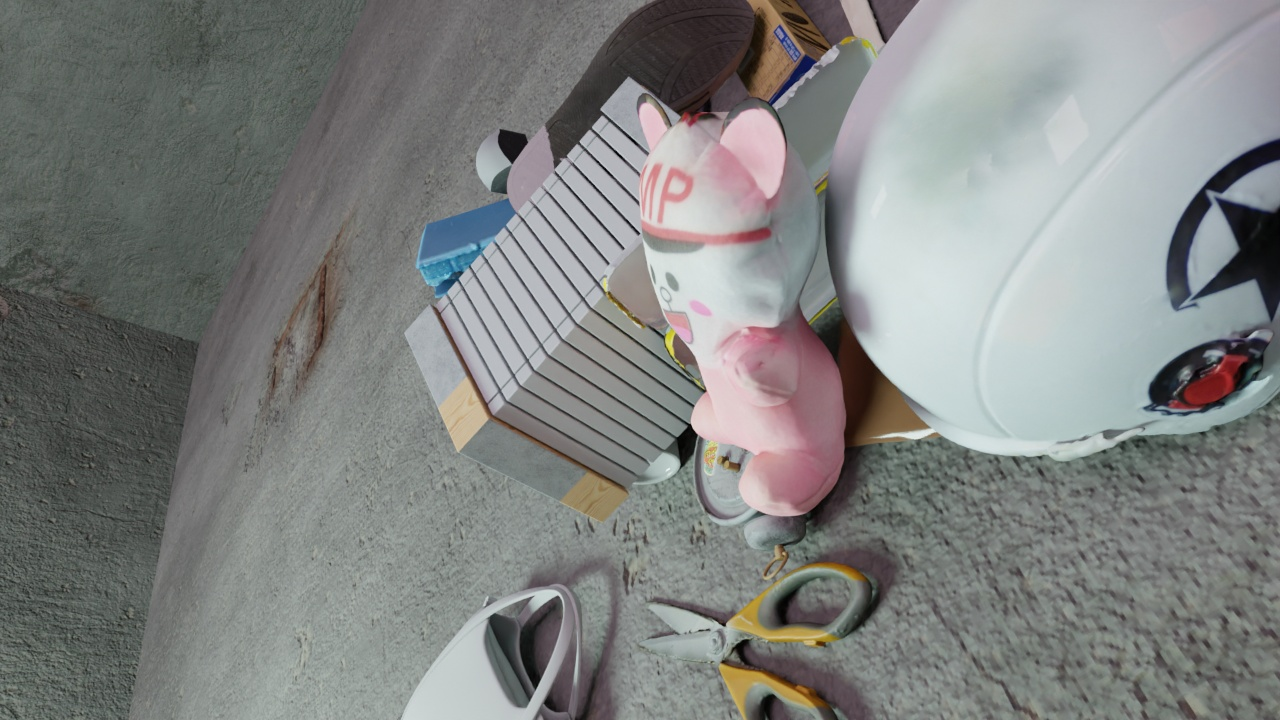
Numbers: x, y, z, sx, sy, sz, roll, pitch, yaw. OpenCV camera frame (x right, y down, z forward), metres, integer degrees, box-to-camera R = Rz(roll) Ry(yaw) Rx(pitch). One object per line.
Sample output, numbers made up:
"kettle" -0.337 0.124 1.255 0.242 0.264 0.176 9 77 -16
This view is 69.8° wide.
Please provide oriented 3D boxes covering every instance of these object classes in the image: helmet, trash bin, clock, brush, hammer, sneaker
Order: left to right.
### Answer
"trash bin" -0.017 -0.040 0.651 0.247 0.142 0.142 -47 43 9
"hammer" -0.012 -0.255 0.815 0.323 0.155 0.043 -41 60 40
"sneaker" 0.005 -0.187 0.738 0.095 0.120 0.235 39 94 18
"clock" 0.078 0.070 0.589 0.104 0.056 0.147 -45 37 44
"brush" 0.166 -0.257 0.688 0.033 0.012 0.217 -41 40 37
"helmet" 0.182 -0.091 0.416 0.265 0.163 0.236 -47 37 23

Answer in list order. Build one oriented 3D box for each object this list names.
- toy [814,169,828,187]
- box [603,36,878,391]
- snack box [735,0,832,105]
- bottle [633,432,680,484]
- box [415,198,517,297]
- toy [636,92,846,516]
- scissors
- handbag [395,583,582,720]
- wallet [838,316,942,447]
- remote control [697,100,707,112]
"toy" 0.129 -0.156 0.647 0.102 0.050 0.093 41 110 56
"box" 0.084 -0.081 0.555 0.210 0.129 0.038 -43 31 6
"snack box" 0.103 -0.264 0.743 0.057 0.056 0.206 -51 37 31
"bottle" -0.004 0.004 0.759 0.053 0.052 0.194 -41 42 37
"box" -0.092 -0.126 0.858 0.231 0.048 0.093 -18 33 4
"toy" 0.053 -0.032 0.471 0.142 0.084 0.213 -125 16 -65
"scissors" 0.066 0.174 0.593 0.226 0.016 0.162 15 85 60
"handbag" -0.123 0.273 0.757 0.223 0.095 0.216 -59 35 7
"wallet" 0.164 0.004 0.541 0.121 0.013 0.087 -16 65 53
"remote control" 0.046 -0.189 0.831 0.047 0.009 0.124 -32 48 45
